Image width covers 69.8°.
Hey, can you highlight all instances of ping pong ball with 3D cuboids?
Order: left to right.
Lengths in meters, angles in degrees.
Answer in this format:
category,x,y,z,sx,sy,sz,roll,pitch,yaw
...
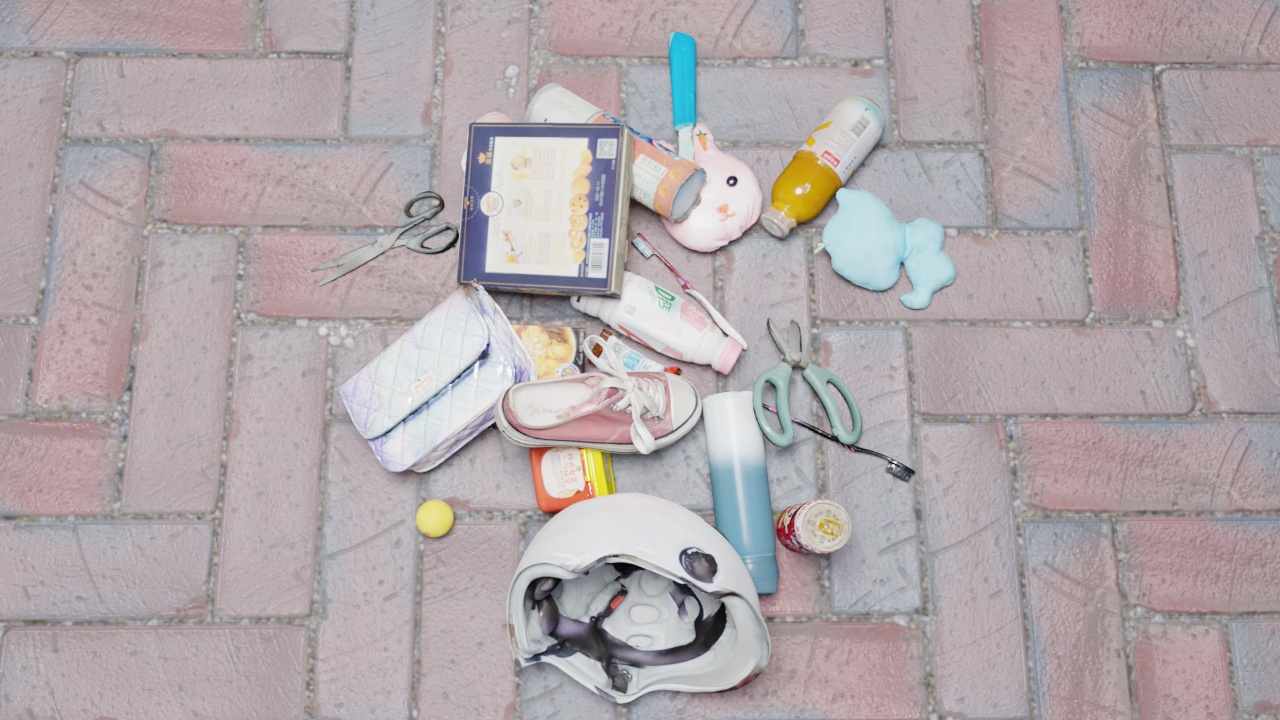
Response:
category,x,y,z,sx,sy,sz,roll,pitch,yaw
ping pong ball,-0.223,0.171,0.994,0.040,0.040,0.040,0,78,-2

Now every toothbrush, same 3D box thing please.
category,x,y,z,sx,sy,sz,roll,pitch,yaw
toothbrush,0.057,-0.078,1.066,0.017,0.016,0.187,-43,83,-1
toothbrush,0.221,0.091,1.037,0.189,0.014,0.018,24,91,4

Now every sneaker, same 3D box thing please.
category,x,y,z,sx,sy,sz,roll,pitch,yaw
sneaker,-0.026,0.043,0.938,0.240,0.088,0.118,1,68,-33

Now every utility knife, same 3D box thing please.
category,x,y,z,sx,sy,sz,roll,pitch,yaw
utility knife,0.051,-0.308,1.089,0.034,0.018,0.204,1,66,-4

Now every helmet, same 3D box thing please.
category,x,y,z,sx,sy,sz,roll,pitch,yaw
helmet,0.000,0.224,0.921,0.258,0.230,0.145,15,41,-9

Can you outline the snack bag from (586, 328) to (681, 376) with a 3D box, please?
category,x,y,z,sx,sy,sz,roll,pitch,yaw
snack bag,-0.006,0.006,1.041,0.104,0.026,0.048,26,76,3

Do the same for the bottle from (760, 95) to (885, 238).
category,x,y,z,sx,sy,sz,roll,pitch,yaw
bottle,0.210,-0.224,1.072,0.068,0.068,0.189,38,80,6

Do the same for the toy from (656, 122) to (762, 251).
category,x,y,z,sx,sy,sz,roll,pitch,yaw
toy,0.069,-0.205,1.075,0.121,0.054,0.159,-30,74,-4

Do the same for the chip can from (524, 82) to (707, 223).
category,x,y,z,sx,sy,sz,roll,pitch,yaw
chip can,-0.030,-0.236,1.041,0.215,0.071,0.071,34,79,20

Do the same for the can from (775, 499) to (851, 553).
category,x,y,z,sx,sy,sz,roll,pitch,yaw
can,0.179,0.174,0.958,0.053,0.133,0.053,0,79,-2

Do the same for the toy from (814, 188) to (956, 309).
category,x,y,z,sx,sy,sz,roll,pitch,yaw
toy,0.281,-0.130,1.063,0.156,0.050,0.161,-18,93,-9

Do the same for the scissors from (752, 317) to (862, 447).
category,x,y,z,sx,sy,sz,roll,pitch,yaw
scissors,0.192,0.032,1.029,0.176,0.019,0.174,22,54,-16

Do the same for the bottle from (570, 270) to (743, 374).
category,x,y,z,sx,sy,sz,roll,pitch,yaw
bottle,0.020,-0.046,1.031,0.197,0.068,0.068,29,79,4

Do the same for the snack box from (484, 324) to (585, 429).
category,x,y,z,sx,sy,sz,roll,pitch,yaw
snack box,-0.125,0.020,1.027,0.125,0.053,0.113,2,79,-7

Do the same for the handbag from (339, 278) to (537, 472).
category,x,y,z,sx,sy,sz,roll,pitch,yaw
handbag,-0.215,0.022,0.976,0.194,0.075,0.134,-37,72,11

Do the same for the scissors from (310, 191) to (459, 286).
category,x,y,z,sx,sy,sz,roll,pitch,yaw
scissors,-0.300,-0.142,1.072,0.171,0.014,0.150,10,80,3

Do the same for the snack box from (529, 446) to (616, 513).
category,x,y,z,sx,sy,sz,roll,pitch,yaw
snack box,-0.074,0.121,0.991,0.080,0.082,0.091,-11,77,6

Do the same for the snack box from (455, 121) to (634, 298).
category,x,y,z,sx,sy,sz,roll,pitch,yaw
snack box,-0.103,-0.163,0.993,0.183,0.045,0.178,5,90,15

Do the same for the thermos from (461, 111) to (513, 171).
category,x,y,z,sx,sy,sz,roll,pitch,yaw
thermos,-0.127,-0.193,1.062,0.198,0.067,0.087,47,110,7

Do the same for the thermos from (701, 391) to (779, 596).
category,x,y,z,sx,sy,sz,roll,pitch,yaw
thermos,0.110,0.145,0.999,0.070,0.070,0.220,-6,80,-3
